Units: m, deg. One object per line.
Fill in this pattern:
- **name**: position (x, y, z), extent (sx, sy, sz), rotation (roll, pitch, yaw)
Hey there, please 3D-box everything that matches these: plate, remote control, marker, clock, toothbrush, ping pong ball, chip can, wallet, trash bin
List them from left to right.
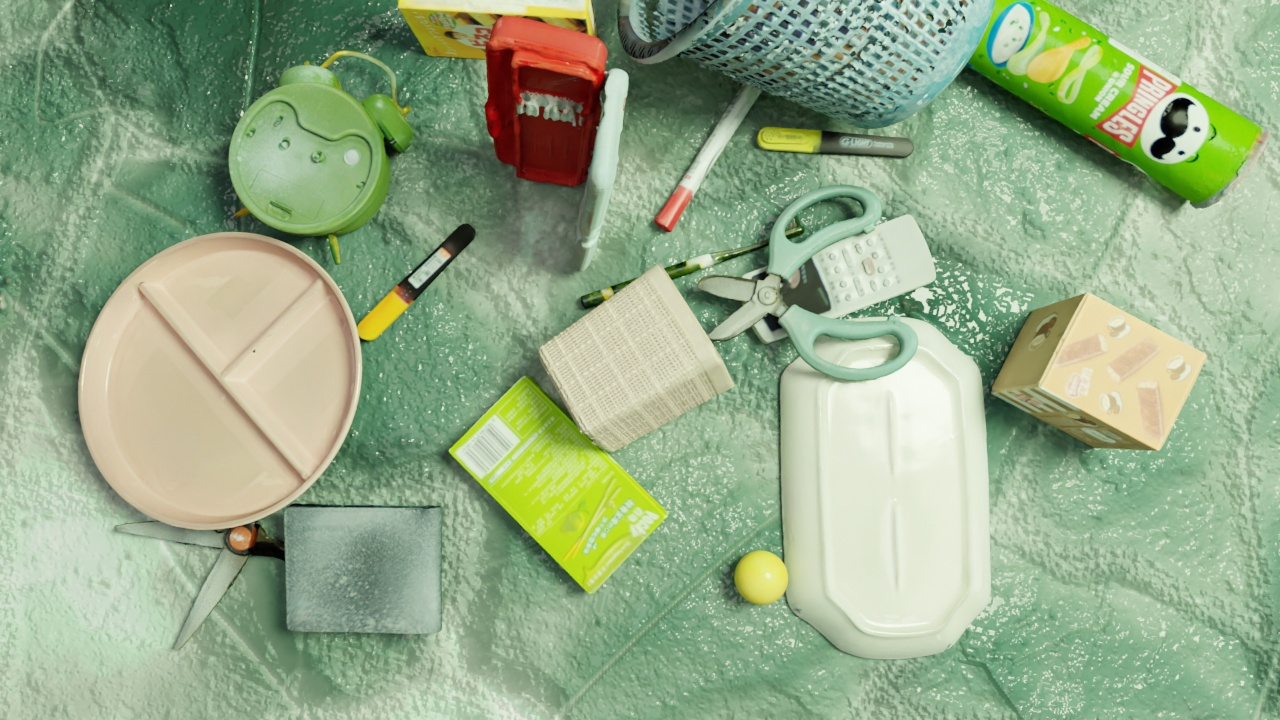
- **plate**: position (-0.320, 0.014, 0.707), extent (0.229, 0.028, 0.229), rotation (-1, 81, 7)
- **clock**: position (-0.245, -0.166, 0.715), extent (0.116, 0.056, 0.161), rotation (25, 87, 2)
- **wallet**: position (-0.210, 0.157, 0.695), extent (0.121, 0.019, 0.097), rotation (0, 92, 2)
- **marker**: position (-0.177, -0.062, 0.729), extent (0.018, 0.015, 0.124), rotation (44, 86, 2)
- **toothbrush**: position (0.040, -0.078, 0.726), extent (0.186, 0.012, 0.017), rotation (-19, 80, 0)
- **marker**: position (0.056, -0.166, 0.728), extent (0.017, 0.017, 0.145), rotation (33, 87, 3)
- **ping pong ball**: position (0.091, 0.164, 0.694), extent (0.040, 0.040, 0.040), rotation (0, 86, 1)
- **trash bin**: position (0.124, -0.267, 0.632), extent (0.195, 0.227, 0.226), rotation (22, 86, -29)
- **marker**: position (0.155, -0.173, 0.728), extent (0.124, 0.015, 0.018), rotation (4, 89, 0)
- **remote control**: position (0.153, -0.063, 0.717), extent (0.150, 0.021, 0.058), rotation (-21, 86, -1)
- **plate**: position (0.190, 0.096, 0.699), extent (0.162, 0.034, 0.265), rotation (0, 86, 1)
- **chip can**: position (0.347, -0.208, 0.698), extent (0.236, 0.072, 0.072), rotation (33, 87, 4)

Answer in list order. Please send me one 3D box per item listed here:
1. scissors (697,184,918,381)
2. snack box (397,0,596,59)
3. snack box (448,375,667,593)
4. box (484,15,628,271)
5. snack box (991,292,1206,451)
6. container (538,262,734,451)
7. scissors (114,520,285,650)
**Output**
- **scissors**: position (0.134, -0.067, 0.697), extent (0.170, 0.019, 0.180), rotation (15, 80, 10)
- **snack box**: position (-0.106, -0.261, 0.703), extent (0.140, 0.087, 0.033), rotation (6, 86, 1)
- **snack box**: position (-0.063, 0.095, 0.709), extent (0.156, 0.026, 0.086), rotation (44, 88, 4)
- **box**: position (-0.062, -0.137, 0.634), extent (0.102, 0.202, 0.100), rotation (12, 79, -5)
- **snack box**: position (0.331, 0.010, 0.673), extent (0.094, 0.093, 0.077), rotation (28, 87, 3)
- **container**: position (-0.004, 0.004, 0.677), extent (0.111, 0.090, 0.090), rotation (-32, 69, 2)
- **scissors**: position (-0.293, 0.127, 0.714), extent (0.234, 0.022, 0.221), rotation (12, 86, 1)
